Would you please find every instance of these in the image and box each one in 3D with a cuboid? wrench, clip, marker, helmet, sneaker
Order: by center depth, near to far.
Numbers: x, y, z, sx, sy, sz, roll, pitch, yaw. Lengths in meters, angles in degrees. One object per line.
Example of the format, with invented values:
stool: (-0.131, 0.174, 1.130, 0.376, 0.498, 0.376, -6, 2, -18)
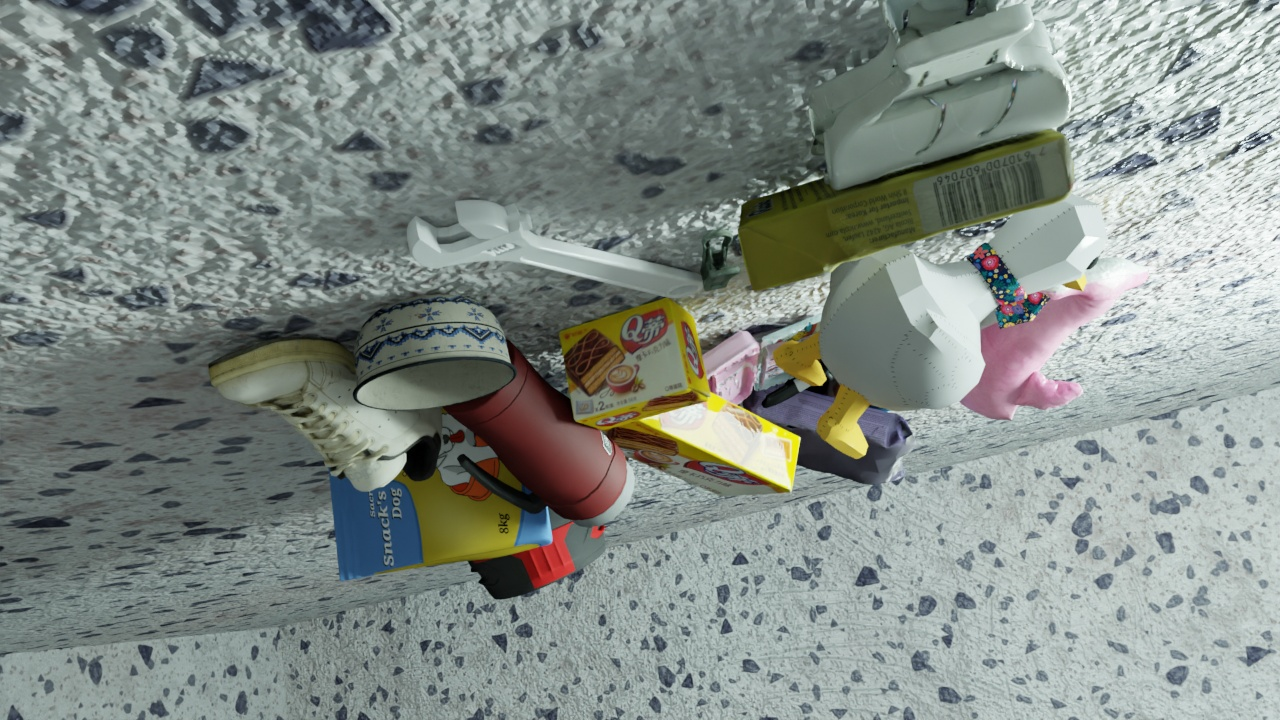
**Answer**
clip: (0.151, -0.130, 0.455, 0.126, 0.091, 0.151, -17, 174, 6)
wrench: (-0.041, -0.067, 0.627, 0.066, 0.018, 0.272, -23, 162, 34)
clip: (0.056, -0.070, 0.673, 0.023, 0.035, 0.074, -13, 170, -3)
sneaker: (-0.238, 0.052, 0.730, 0.089, 0.102, 0.241, -18, 163, 19)
marker: (0.197, 0.015, 1.042, 0.139, 0.016, 0.022, -32, 148, 8)
helmet: (-0.140, 0.165, 1.066, 0.164, 0.170, 0.265, -22, 177, -11)

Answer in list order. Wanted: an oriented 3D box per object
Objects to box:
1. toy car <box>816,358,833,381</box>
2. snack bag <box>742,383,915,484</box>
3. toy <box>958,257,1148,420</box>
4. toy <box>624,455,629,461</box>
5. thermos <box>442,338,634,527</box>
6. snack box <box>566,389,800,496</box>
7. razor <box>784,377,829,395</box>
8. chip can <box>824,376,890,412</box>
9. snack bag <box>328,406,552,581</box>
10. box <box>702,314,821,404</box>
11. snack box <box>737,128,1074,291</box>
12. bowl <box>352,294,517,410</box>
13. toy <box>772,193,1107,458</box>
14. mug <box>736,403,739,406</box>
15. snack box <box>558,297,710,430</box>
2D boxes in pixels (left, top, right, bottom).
toy car: (0.197, -0.009, 0.919, 0.046, 0.034, 0.112, -56, 163, 21)
snack bag: (0.214, 0.090, 1.082, 0.205, 0.058, 0.096, 15, 143, 14)
toy: (0.411, -0.010, 0.969, 0.186, 0.127, 0.266, -8, 157, -30)
toy: (-0.052, 0.080, 0.998, 0.134, 0.105, 0.108, -21, 174, 40)
thermos: (-0.094, 0.075, 0.800, 0.108, 0.084, 0.198, -40, 132, -1)
snack box: (0.044, 0.072, 0.918, 0.230, 0.061, 0.110, 27, 155, -33)
razor: (0.193, 0.045, 1.133, 0.060, 0.057, 0.156, -54, 175, -20)
chip can: (0.268, 0.040, 1.121, 0.079, 0.079, 0.230, -9, 162, -12)
snack bag: (-0.200, 0.122, 0.903, 0.205, 0.159, 0.102, -9, 166, -6)
box: (0.120, 0.006, 0.971, 0.154, 0.044, 0.201, -29, 165, -4)
snack box: (0.148, -0.092, 0.540, 0.181, 0.045, 0.121, -16, -166, 11)
bowl: (-0.152, -0.009, 0.664, 0.115, 0.059, 0.116, -11, 164, -3)
toy: (0.231, -0.042, 0.720, 0.268, 0.140, 0.246, -41, 151, 25)
mug: (0.060, 0.080, 1.124, 0.111, 0.081, 0.117, -8, -176, -4)
snack box: (-0.005, 0.005, 0.779, 0.106, 0.083, 0.061, -17, 162, 17)
